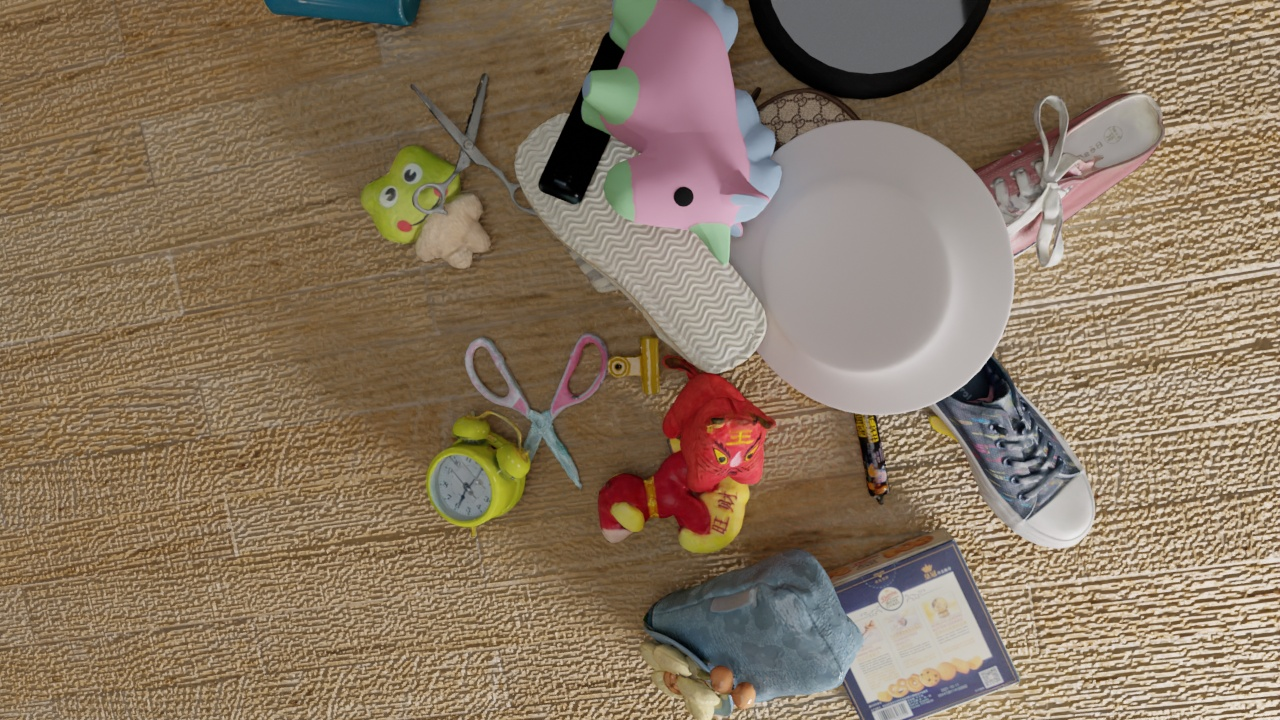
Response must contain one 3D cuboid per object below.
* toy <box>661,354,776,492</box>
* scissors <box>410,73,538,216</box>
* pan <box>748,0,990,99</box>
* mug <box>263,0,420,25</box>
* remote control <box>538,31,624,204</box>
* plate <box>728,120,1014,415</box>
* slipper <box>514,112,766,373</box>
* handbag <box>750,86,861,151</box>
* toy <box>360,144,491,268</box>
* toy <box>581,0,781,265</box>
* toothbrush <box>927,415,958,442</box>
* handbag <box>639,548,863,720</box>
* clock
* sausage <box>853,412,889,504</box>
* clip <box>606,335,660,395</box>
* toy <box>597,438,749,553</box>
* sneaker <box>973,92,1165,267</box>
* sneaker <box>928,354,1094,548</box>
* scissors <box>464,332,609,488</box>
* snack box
[{"bbox_3d":[0.065,0.036,0.790,0.088,0.094,0.133,-16,57,-16],"label":"toy"},{"bbox_3d":[-0.142,-0.178,0.818,0.175,0.014,0.141,35,74,-12],"label":"scissors"},{"bbox_3d":[0.116,-0.325,0.766,0.356,0.044,0.204,2,98,6],"label":"pan"},{"bbox_3d":[-0.259,-0.333,0.802,0.121,0.078,0.078,10,98,1],"label":"mug"},{"bbox_3d":[-0.041,-0.207,0.778,0.041,0.020,0.152,23,85,6],"label":"remote control"},{"bbox_3d":[0.172,-0.068,0.741,0.243,0.016,0.243,14,115,32],"label":"plate"},{"bbox_3d":[0.001,-0.101,0.803,0.114,0.054,0.272,-45,85,6],"label":"slipper"},{"bbox_3d":[0.136,-0.152,0.780,0.139,0.063,0.166,-43,89,20],"label":"handbag"},{"bbox_3d":[-0.189,-0.133,0.831,0.092,0.043,0.118,-45,93,4],"label":"toy"},{"bbox_3d":[0.041,-0.201,0.734,0.171,0.120,0.222,19,83,-3],"label":"toy"},{"bbox_3d":[0.308,0.090,0.808,0.135,0.016,0.021,37,98,0],"label":"toothbrush"},{"bbox_3d":[0.086,0.248,0.789,0.192,0.118,0.122,-27,94,40],"label":"handbag"},{"bbox_3d":[-0.146,0.099,0.842,0.083,0.057,0.119,34,108,12],"label":"clock"},{"bbox_3d":[0.200,0.053,0.814,0.020,0.020,0.155,-12,96,9],"label":"sausage"},{"bbox_3d":[-0.004,0.004,0.834,0.048,0.045,0.054,2,99,33],"label":"clip"},{"bbox_3d":[0.030,0.122,0.827,0.137,0.067,0.105,-1,90,-1],"label":"toy"},{"bbox_3d":[0.314,-0.136,0.740,0.241,0.087,0.118,-33,92,9],"label":"sneaker"},{"bbox_3d":[0.303,0.053,0.761,0.087,0.079,0.235,-37,88,-8],"label":"sneaker"},{"bbox_3d":[-0.103,0.039,0.858,0.168,0.014,0.171,26,104,3],"label":"scissors"},{"bbox_3d":[0.238,0.242,0.821,0.144,0.042,0.145,-25,93,11],"label":"snack box"}]
